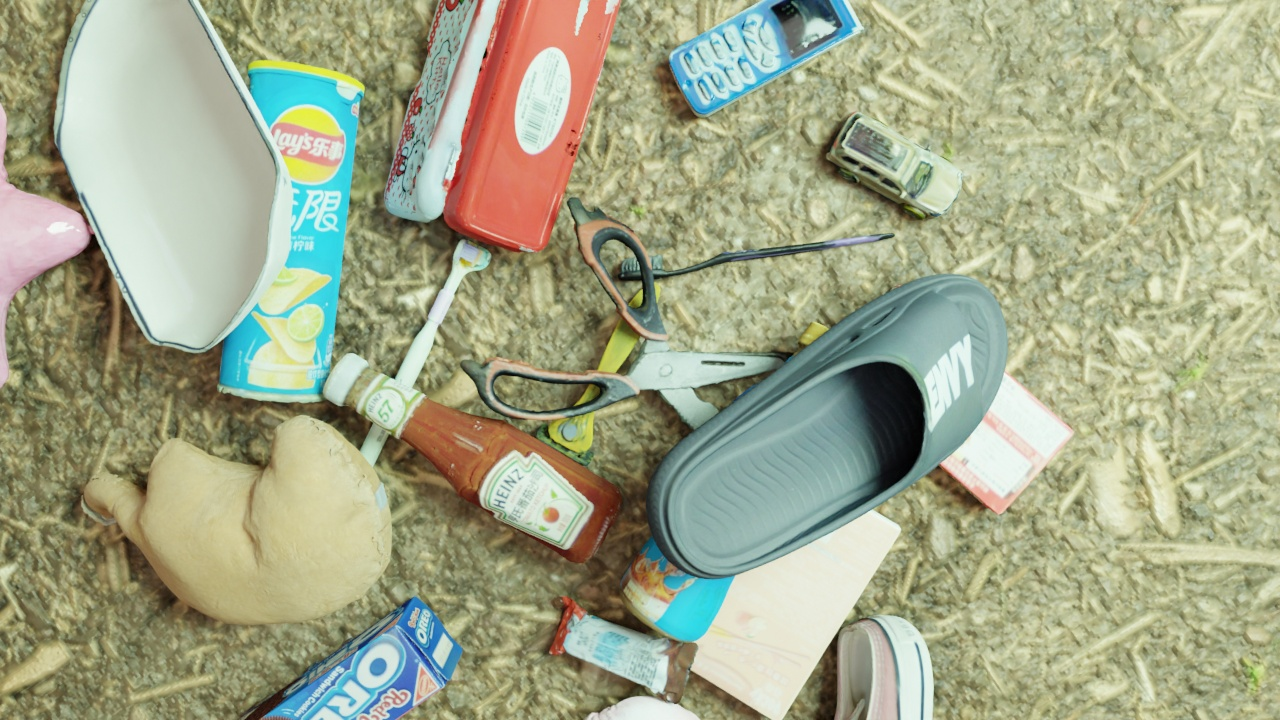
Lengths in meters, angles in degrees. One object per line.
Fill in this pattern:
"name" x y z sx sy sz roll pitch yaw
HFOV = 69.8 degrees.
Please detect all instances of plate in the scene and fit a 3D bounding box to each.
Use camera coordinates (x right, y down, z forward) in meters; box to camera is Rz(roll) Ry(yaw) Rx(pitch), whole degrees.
"plate" -0.290 -0.129 0.575 0.162 0.034 0.265 -43 69 24

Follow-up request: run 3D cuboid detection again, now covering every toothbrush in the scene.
"toothbrush" -0.156 0.005 0.629 0.020 0.029 0.189 32 96 42
"toothbrush" 0.078 -0.074 0.621 0.189 0.014 0.016 -8 80 2

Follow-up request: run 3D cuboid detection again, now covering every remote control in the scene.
"remote control" 0.082 -0.209 0.608 0.125 0.024 0.049 -28 92 4

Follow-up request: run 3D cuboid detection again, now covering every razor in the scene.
"razor" -0.022 0.005 0.623 0.043 0.028 0.132 30 92 3

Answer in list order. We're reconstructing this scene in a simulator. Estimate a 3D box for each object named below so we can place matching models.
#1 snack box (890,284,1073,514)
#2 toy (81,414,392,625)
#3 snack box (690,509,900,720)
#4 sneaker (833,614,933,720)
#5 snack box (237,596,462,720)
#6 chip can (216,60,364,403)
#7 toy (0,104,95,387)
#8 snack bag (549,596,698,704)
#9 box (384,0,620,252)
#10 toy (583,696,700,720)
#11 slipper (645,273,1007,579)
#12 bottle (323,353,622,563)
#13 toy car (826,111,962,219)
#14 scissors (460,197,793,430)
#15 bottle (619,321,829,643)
"snack box" 0.206 0.026 0.616 0.153 0.025 0.075 41 93 -1
"toy" -0.275 0.115 0.611 0.226 0.082 0.143 -9 100 11
"snack box" 0.099 0.157 0.625 0.084 0.026 0.157 32 94 1
"sneaker" 0.139 0.288 0.593 0.087 0.118 0.241 0 87 -16
"snack box" -0.223 0.245 0.624 0.207 0.058 0.057 -35 94 3
"chip can" -0.228 -0.081 0.600 0.071 0.071 0.210 7 93 1
"toy" -0.450 -0.073 0.607 0.178 0.074 0.194 -2 96 0
"snack bag" -0.016 0.194 0.620 0.105 0.026 0.045 16 90 17
"box" -0.092 -0.179 0.608 0.094 0.100 0.201 16 93 -40
"toy" 0.014 0.304 0.620 0.121 0.054 0.159 -42 88 5
"slipper" 0.130 0.042 0.533 0.267 0.083 0.111 -31 103 -17
"bottle" -0.111 0.061 0.604 0.206 0.060 0.060 31 93 -4
"toy car" 0.170 -0.128 0.605 0.090 0.035 0.042 30 94 -2
"scissors" -0.004 0.000 0.602 0.189 0.015 0.225 -36 104 -7
"bottle" 0.067 0.075 0.593 0.065 0.065 0.218 32 92 0
